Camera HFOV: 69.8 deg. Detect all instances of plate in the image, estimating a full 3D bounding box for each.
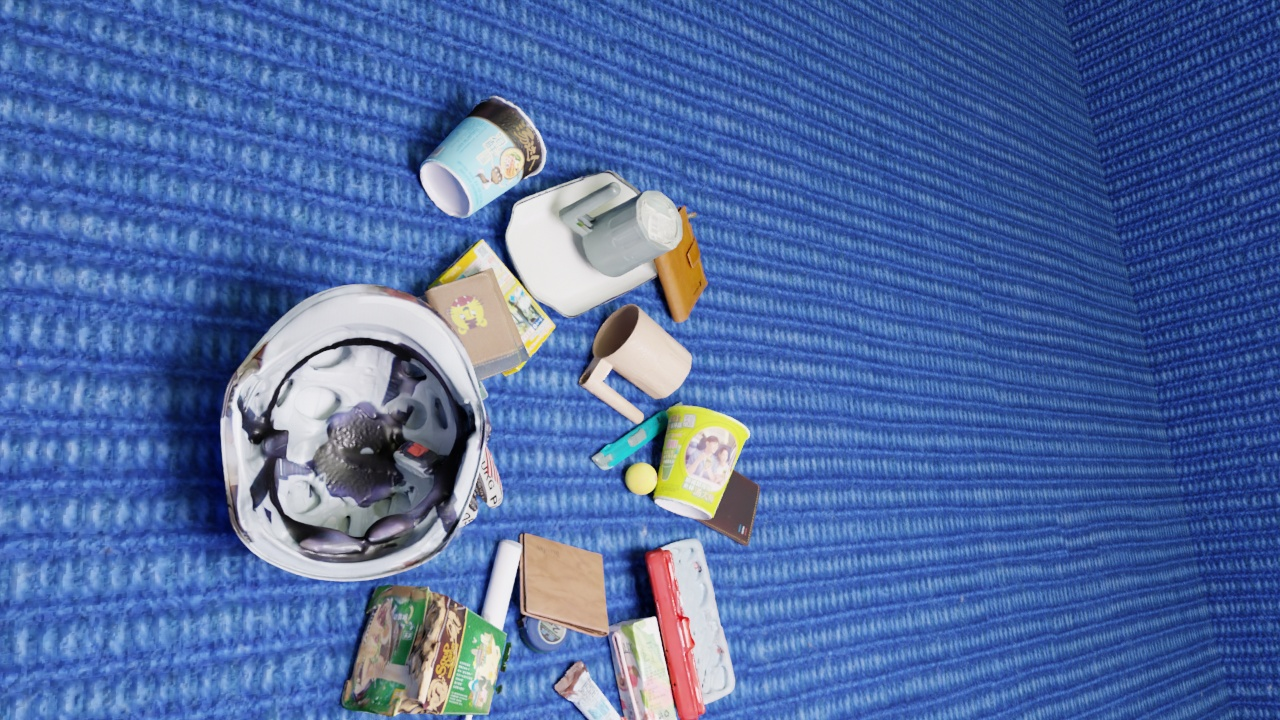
[{"bbox_3d":[-0.073,-0.151,1.192,0.264,0.034,0.162,-32,98,-44],"label":"plate"}]

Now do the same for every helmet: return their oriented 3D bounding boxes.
[{"bbox_3d":[-0.260,0.071,0.853,0.229,0.146,0.258,3,79,-16],"label":"helmet"}]

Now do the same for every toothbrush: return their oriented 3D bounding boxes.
[{"bbox_3d":[-0.162,0.298,0.964,0.026,0.027,0.220,33,56,-36],"label":"toothbrush"}]

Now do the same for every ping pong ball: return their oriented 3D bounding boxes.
[{"bbox_3d":[0.001,0.149,1.153,0.040,0.040,0.040,16,66,-38],"label":"ping pong ball"}]

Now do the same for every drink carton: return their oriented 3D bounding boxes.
[{"bbox_3d":[-0.001,0.365,1.070,0.045,0.054,0.122,-3,77,-43],"label":"drink carton"}]

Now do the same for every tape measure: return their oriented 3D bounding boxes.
[{"bbox_3d":[-0.107,0.295,1.016,0.058,0.025,0.054,43,51,-11],"label":"tape measure"}]

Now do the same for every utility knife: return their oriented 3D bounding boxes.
[{"bbox_3d":[0.002,0.095,1.191,0.184,0.013,0.029,-32,106,-44],"label":"utility knife"}]

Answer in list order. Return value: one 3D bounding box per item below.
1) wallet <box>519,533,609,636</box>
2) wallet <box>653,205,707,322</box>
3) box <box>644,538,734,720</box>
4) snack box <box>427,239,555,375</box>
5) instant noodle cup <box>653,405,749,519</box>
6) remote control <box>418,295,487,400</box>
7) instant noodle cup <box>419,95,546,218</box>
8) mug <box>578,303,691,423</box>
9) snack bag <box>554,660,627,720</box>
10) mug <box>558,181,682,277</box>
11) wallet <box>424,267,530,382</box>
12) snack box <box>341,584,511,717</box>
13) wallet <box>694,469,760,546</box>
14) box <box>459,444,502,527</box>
[{"bbox_3d":[-0.086,0.252,1.034,0.115,0.020,0.101,25,38,-33],"label":"wallet"},{"bbox_3d":[0.055,-0.139,1.282,0.118,0.035,0.131,-54,135,-43],"label":"wallet"},{"bbox_3d":[0.055,0.327,1.132,0.157,0.069,0.201,9,66,-67],"label":"box"},{"bbox_3d":[-0.172,-0.062,1.074,0.140,0.034,0.086,49,49,-17],"label":"snack box"},{"bbox_3d":[0.070,0.135,1.180,0.111,0.112,0.123,31,67,-31],"label":"instant noodle cup"},{"bbox_3d":[-0.222,-0.007,1.018,0.056,0.019,0.135,-31,97,-44],"label":"remote control"},{"bbox_3d":[-0.189,-0.229,1.072,0.111,0.111,0.120,50,56,-18],"label":"instant noodle cup"},{"bbox_3d":[-0.007,0.007,1.177,0.103,0.084,0.124,38,78,-29],"label":"mug"},{"bbox_3d":[-0.052,0.389,1.033,0.045,0.026,0.105,-43,105,-33],"label":"snack bag"},{"bbox_3d":[-0.024,-0.168,1.145,0.124,0.104,0.083,33,56,-32],"label":"mug"},{"bbox_3d":[-0.180,-0.038,1.019,0.090,0.033,0.115,-24,94,-31],"label":"wallet"},{"bbox_3d":[-0.200,0.290,0.885,0.105,0.118,0.118,37,55,-42],"label":"snack box"},{"bbox_3d":[0.111,0.188,1.257,0.122,0.020,0.096,33,56,-28],"label":"wallet"},{"bbox_3d":[-0.213,0.095,0.968,0.075,0.086,0.162,-96,161,-82],"label":"box"}]
